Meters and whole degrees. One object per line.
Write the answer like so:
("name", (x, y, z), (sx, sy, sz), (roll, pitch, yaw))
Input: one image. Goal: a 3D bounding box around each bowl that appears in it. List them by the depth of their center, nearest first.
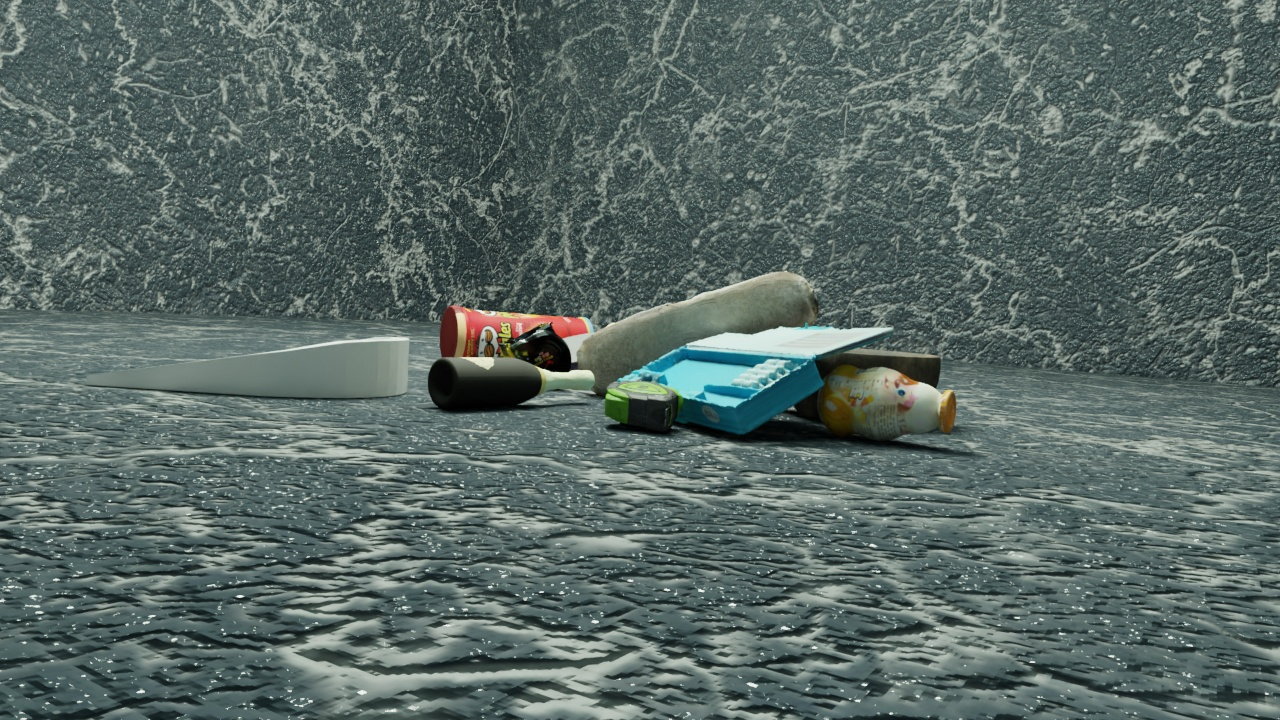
("bowl", (0.225, 0.025, 0.952), (0.162, 0.070, 0.162), (4, 3, 0))

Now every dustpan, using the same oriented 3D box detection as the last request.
("dustpan", (-0.362, -0.002, 0.909), (0.258, 0.053, 0.191), (4, 3, 0))

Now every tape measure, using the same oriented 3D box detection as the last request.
("tape measure", (0.002, 0.040, 0.770), (0.066, 0.036, 0.058), (8, 14, 22))
("tape measure", (-0.117, -0.002, 1.058), (0.071, 0.072, 0.042), (-31, 16, -28))

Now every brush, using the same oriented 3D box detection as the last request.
("brush", (0.062, -0.029, 1.007), (0.271, 0.083, 0.056), (-18, -1, 7))

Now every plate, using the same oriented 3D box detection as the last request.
("plate", (-0.088, -0.020, 1.259), (0.178, 0.012, 0.178), (-11, 11, 2))

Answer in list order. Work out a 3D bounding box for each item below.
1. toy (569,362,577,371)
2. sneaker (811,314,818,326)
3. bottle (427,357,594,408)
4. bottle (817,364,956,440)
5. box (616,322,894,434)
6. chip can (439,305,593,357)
("toy", (-0.090, 0.006, 1.264), (0.080, 0.036, 0.100), (-13, 11, -42))
("sneaker", (0.126, -0.024, 1.155), (0.234, 0.120, 0.095), (7, 3, -26))
("bottle", (-0.113, 0.020, 0.873), (0.045, 0.045, 0.184), (7, 4, 42))
("bottle", (0.208, 0.038, 0.776), (0.109, 0.063, 0.063), (7, 4, 32))
("box", (0.097, 0.002, 0.848), (0.181, 0.039, 0.227), (-27, 14, -22))
("chip can", (-0.181, -0.031, 1.358), (0.213, 0.087, 0.087), (3, 3, -29))
